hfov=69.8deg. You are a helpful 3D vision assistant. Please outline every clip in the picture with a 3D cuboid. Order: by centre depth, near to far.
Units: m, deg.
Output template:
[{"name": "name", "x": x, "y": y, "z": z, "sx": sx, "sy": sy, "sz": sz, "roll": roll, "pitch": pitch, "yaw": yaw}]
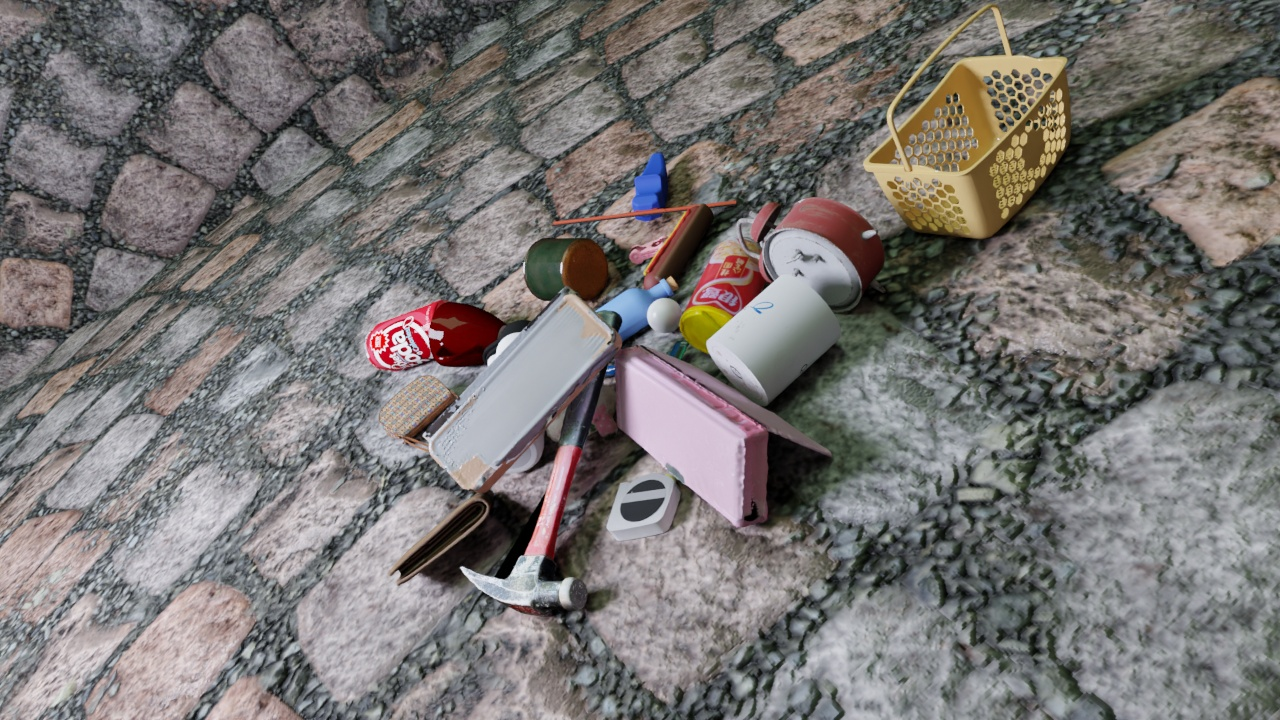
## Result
[{"name": "clip", "x": 0.014, "y": -0.148, "z": 1.203, "sx": 0.060, "sy": 0.023, "sz": 0.043, "roll": -4, "pitch": 39, "yaw": 37}]

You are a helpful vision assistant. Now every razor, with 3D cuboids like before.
[{"name": "razor", "x": -0.006, "y": 0.006, "z": 1.022, "sx": 0.141, "sy": 0.018, "sz": 0.043, "roll": -10, "pitch": 40, "yaw": 39}]

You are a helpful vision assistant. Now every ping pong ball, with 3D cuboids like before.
[{"name": "ping pong ball", "x": 0.028, "y": -0.051, "z": 1.043, "sx": 0.040, "sy": 0.040, "sz": 0.040, "roll": -24, "pitch": 34, "yaw": 17}]

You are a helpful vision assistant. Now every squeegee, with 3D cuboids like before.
[{"name": "squeegee", "x": 0.015, "y": -0.239, "z": 1.290, "sx": 0.250, "sy": 0.055, "sz": 0.184, "roll": -5, "pitch": 40, "yaw": 13}]

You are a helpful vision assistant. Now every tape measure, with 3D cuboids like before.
[{"name": "tape measure", "x": 0.003, "y": 0.133, "z": 0.846, "sx": 0.065, "sy": 0.017, "sz": 0.064, "roll": -13, "pitch": 38, "yaw": 30}]

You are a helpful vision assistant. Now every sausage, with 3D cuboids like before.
[{"name": "sausage", "x": 0.046, "y": -0.139, "z": 1.143, "sx": 0.040, "sy": 0.040, "sz": 0.155, "roll": -2, "pitch": 44, "yaw": 40}]

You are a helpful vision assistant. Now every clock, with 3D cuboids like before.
[{"name": "clock", "x": 0.161, "y": -0.104, "z": 0.916, "sx": 0.157, "sy": 0.110, "sz": 0.061, "roll": 20, "pitch": 59, "yaw": 35}]

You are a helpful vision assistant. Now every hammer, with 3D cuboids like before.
[{"name": "hammer", "x": -0.077, "y": 0.089, "z": 0.904, "sx": 0.141, "sy": 0.036, "sz": 0.325, "roll": -10, "pitch": 52, "yaw": 35}]

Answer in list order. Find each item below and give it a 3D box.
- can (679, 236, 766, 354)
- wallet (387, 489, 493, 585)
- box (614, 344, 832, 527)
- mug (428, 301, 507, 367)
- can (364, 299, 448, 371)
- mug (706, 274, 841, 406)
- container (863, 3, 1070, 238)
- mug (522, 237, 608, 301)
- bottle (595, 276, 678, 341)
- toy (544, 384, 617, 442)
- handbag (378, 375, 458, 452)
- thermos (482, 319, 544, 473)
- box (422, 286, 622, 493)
[{"name": "can", "x": 0.092, "y": -0.070, "z": 0.984, "sx": 0.067, "sy": 0.067, "sz": 0.124, "roll": -7, "pitch": 41, "yaw": 36}, {"name": "wallet", "x": -0.200, "y": 0.177, "z": 0.936, "sx": 0.121, "sy": 0.027, "sz": 0.099, "roll": -41, "pitch": 4, "yaw": -6}, {"name": "box", "x": 0.072, "y": 0.054, "z": 0.852, "sx": 0.106, "sy": 0.099, "sz": 0.233, "roll": -10, "pitch": 22, "yaw": -25}, {"name": "mug", "x": -0.223, "y": -0.025, "z": 1.200, "sx": 0.088, "sy": 0.087, "sz": 0.113, "roll": 5, "pitch": 30, "yaw": 22}, {"name": "can", "x": -0.317, "y": -0.034, "z": 1.303, "sx": 0.143, "sy": 0.074, "sz": 0.074, "roll": -17, "pitch": 36, "yaw": 26}, {"name": "mug", "x": 0.123, "y": -0.018, "z": 0.890, "sx": 0.096, "sy": 0.083, "sz": 0.120, "roll": -41, "pitch": 5, "yaw": -10}, {"name": "container", "x": 0.321, "y": -0.232, "z": 0.895, "sx": 0.183, "sy": 0.167, "sz": 0.129, "roll": -46, "pitch": 34, "yaw": -18}, {"name": "mug", "x": -0.087, "y": -0.122, "z": 1.215, "sx": 0.081, "sy": 0.085, "sz": 0.110, "roll": 6, "pitch": 15, "yaw": 44}, {"name": "bottle", "x": -0.013, "y": -0.056, "z": 1.080, "sx": 0.131, "sy": 0.048, "sz": 0.048, "roll": -34, "pitch": 32, "yaw": 2}, {"name": "toy", "x": -0.063, "y": 0.056, "z": 0.985, "sx": 0.087, "sy": 0.050, "sz": 0.112, "roll": -27, "pitch": 39, "yaw": 11}, {"name": "handbag", "x": -0.243, "y": 0.083, "z": 1.135, "sx": 0.196, "sy": 0.043, "sz": 0.093, "roll": 23, "pitch": 59, "yaw": 44}, {"name": "thermos", "x": -0.154, "y": 0.042, "z": 1.070, "sx": 0.101, "sy": 0.068, "sz": 0.229, "roll": -37, "pitch": 29, "yaw": 21}, {"name": "box", "x": -0.119, "y": 0.028, "z": 0.935, "sx": 0.217, "sy": 0.095, "sz": 0.115, "roll": -46, "pitch": 69, "yaw": 1}]
